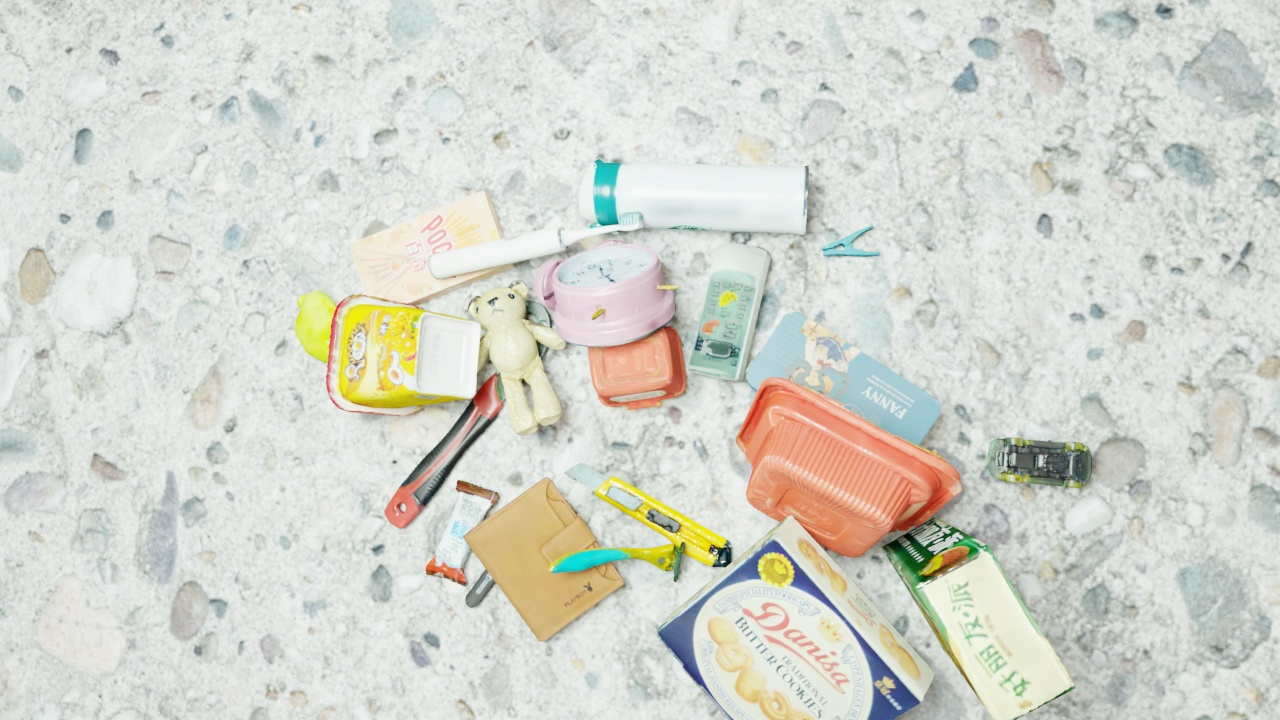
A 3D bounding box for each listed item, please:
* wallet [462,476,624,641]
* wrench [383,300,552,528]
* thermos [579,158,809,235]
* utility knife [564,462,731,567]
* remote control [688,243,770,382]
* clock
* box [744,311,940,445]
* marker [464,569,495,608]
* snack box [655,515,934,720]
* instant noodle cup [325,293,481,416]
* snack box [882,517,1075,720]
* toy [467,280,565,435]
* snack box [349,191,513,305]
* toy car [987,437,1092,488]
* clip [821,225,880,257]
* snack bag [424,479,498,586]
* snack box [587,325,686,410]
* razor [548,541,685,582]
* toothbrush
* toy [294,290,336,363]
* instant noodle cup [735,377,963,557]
[{"bbox_3d":[-0.094,0.195,0.902,0.108,0.031,0.132,-35,92,2],"label":"wallet"},{"bbox_3d":[-0.175,0.058,0.943,0.056,0.016,0.273,35,90,14],"label":"wrench"},{"bbox_3d":[0.051,-0.159,0.905,0.224,0.073,0.073,3,85,9],"label":"thermos"},{"bbox_3d":[0.008,0.152,0.906,0.190,0.015,0.033,28,89,10],"label":"utility knife"},{"bbox_3d":[0.088,-0.048,0.904,0.056,0.019,0.135,12,87,28],"label":"remote control"},{"bbox_3d":[-0.037,-0.071,0.882,0.117,0.158,0.060,-24,119,-21],"label":"clock"},{"bbox_3d":[0.193,0.035,0.867,0.184,0.063,0.090,32,90,12],"label":"box"},{"bbox_3d":[-0.137,0.197,0.924,0.018,0.015,0.124,36,90,11],"label":"marker"},{"bbox_3d":[0.131,0.262,0.823,0.178,0.045,0.183,48,123,10],"label":"snack box"},{"bbox_3d":[-0.226,-0.004,0.890,0.124,0.116,0.116,0,83,38],"label":"instant noodle cup"},{"bbox_3d":[0.264,0.201,0.750,0.063,0.240,0.114,-31,82,6],"label":"snack box"},{"bbox_3d":[-0.122,-0.002,0.898,0.105,0.066,0.157,-21,72,1],"label":"toy"},{"bbox_3d":[-0.219,-0.110,0.960,0.157,0.026,0.084,-21,82,7],"label":"snack box"},{"bbox_3d":[0.367,0.093,0.847,0.091,0.036,0.043,5,84,10],"label":"toy car"},{"bbox_3d":[0.206,-0.113,0.903,0.055,0.013,0.034,-15,82,7],"label":"clip"},{"bbox_3d":[-0.181,0.175,0.927,0.048,0.026,0.104,18,87,3],"label":"snack bag"},{"bbox_3d":[-0.005,0.005,0.890,0.091,0.080,0.082,-9,84,7],"label":"snack box"},{"bbox_3d":[-0.023,0.192,0.877,0.132,0.028,0.043,0,125,-14],"label":"razor"},{"bbox_3d":[-0.104,-0.115,0.908,0.221,0.026,0.026,-11,123,11],"label":"toothbrush"},{"bbox_3d":[-0.321,-0.030,0.958,0.100,0.031,0.096,-16,90,22],"label":"toy"},{"bbox_3d":[0.168,0.106,0.810,0.189,0.165,0.079,27,64,10],"label":"instant noodle cup"}]
